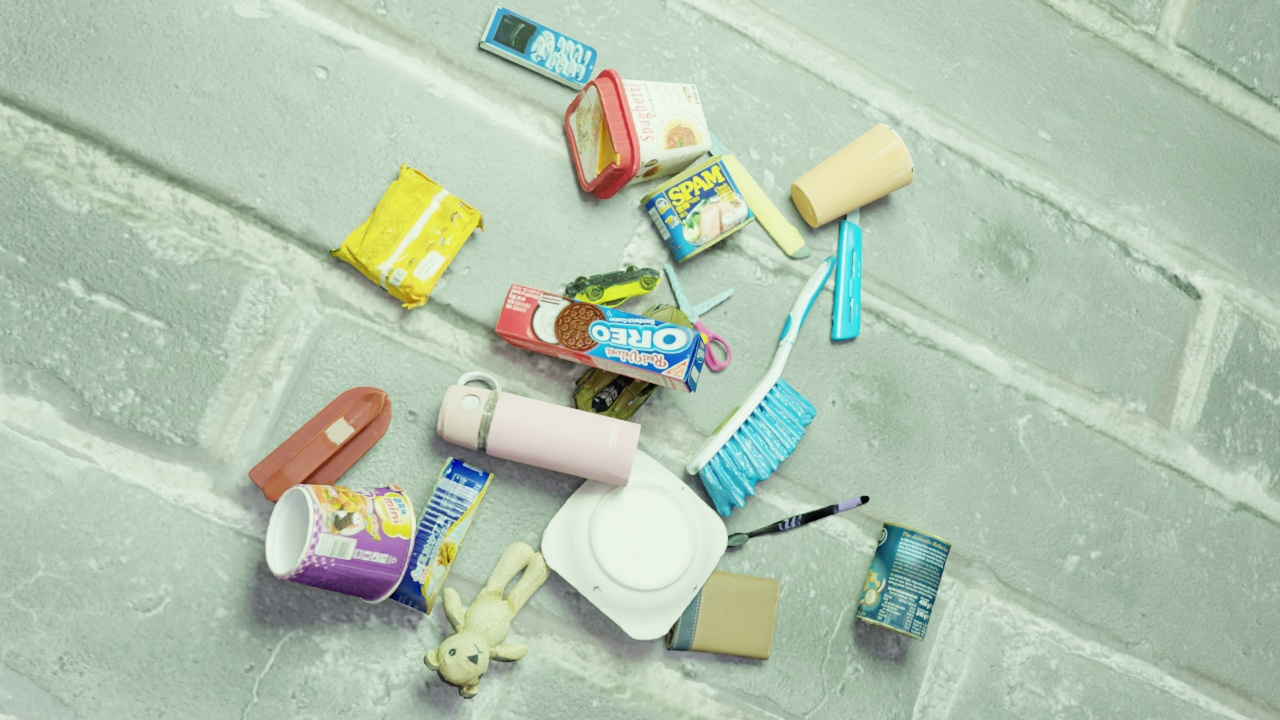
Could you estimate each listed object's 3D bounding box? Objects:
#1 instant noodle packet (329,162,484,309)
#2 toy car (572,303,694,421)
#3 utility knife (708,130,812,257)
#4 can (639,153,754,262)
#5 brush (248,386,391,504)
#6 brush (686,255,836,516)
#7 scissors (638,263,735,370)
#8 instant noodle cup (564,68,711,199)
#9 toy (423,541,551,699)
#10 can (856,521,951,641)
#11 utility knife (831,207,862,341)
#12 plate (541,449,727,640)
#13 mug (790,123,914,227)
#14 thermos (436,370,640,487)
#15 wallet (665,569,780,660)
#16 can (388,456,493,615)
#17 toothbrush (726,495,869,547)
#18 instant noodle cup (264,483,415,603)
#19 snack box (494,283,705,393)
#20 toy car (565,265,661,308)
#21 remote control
[{"bbox_3d":[-0.236,-0.124,0.941,0.111,0.044,0.128,34,72,0],"label":"instant noodle packet"},{"bbox_3d":[-0.006,0.006,0.973,0.070,0.042,0.158,42,84,-5],"label":"toy car"},{"bbox_3d":[0.133,-0.188,1.052,0.030,0.019,0.183,-41,99,-20],"label":"utility knife"},{"bbox_3d":[0.065,-0.167,1.014,0.102,0.057,0.083,-31,93,-15],"label":"can"},{"bbox_3d":[-0.300,0.081,0.883,0.145,0.069,0.063,-44,95,-15],"label":"brush"},{"bbox_3d":[0.157,0.022,1.015,0.109,0.061,0.313,44,72,-1],"label":"brush"},{"bbox_3d":[0.051,-0.045,1.014,0.134,0.017,0.133,-24,88,-12],"label":"scissors"},{"bbox_3d":[0.000,-0.245,0.985,0.124,0.117,0.116,-13,85,-27],"label":"instant noodle cup"},{"bbox_3d":[-0.144,0.249,0.901,0.105,0.066,0.156,42,59,-12],"label":"toy"},{"bbox_3d":[0.287,0.241,1.001,0.075,0.075,0.111,23,78,-10],"label":"can"},{"bbox_3d":[0.243,-0.111,1.069,0.034,0.018,0.182,7,79,-12],"label":"utility knife"},{"bbox_3d":[0.000,0.180,0.937,0.164,0.034,0.163,39,63,4],"label":"plate"},{"bbox_3d":[0.238,-0.207,1.048,0.122,0.078,0.078,-29,90,-3],"label":"mug"},{"bbox_3d":[-0.100,0.066,0.928,0.198,0.067,0.087,14,53,1],"label":"thermos"},{"bbox_3d":[0.088,0.267,0.972,0.115,0.033,0.090,11,83,-13],"label":"wallet"},{"bbox_3d":[-0.196,0.169,0.895,0.049,0.075,0.148,25,76,-6],"label":"can"},{"bbox_3d":[0.174,0.177,1.014,0.188,0.017,0.014,-14,86,-17],"label":"toothbrush"},{"bbox_3d":[-0.279,0.162,0.840,0.099,0.112,0.111,20,76,-42],"label":"instant noodle cup"},{"bbox_3d":[-0.039,-0.022,0.929,0.207,0.058,0.057,15,78,14],"label":"snack box"},{"bbox_3d":[-0.028,-0.077,0.985,0.105,0.048,0.032,-15,114,-15],"label":"toy car"},{"bbox_3d":[-0.112,-0.343,1.011,0.125,0.024,0.049,22,78,-11],"label":"remote control"}]
